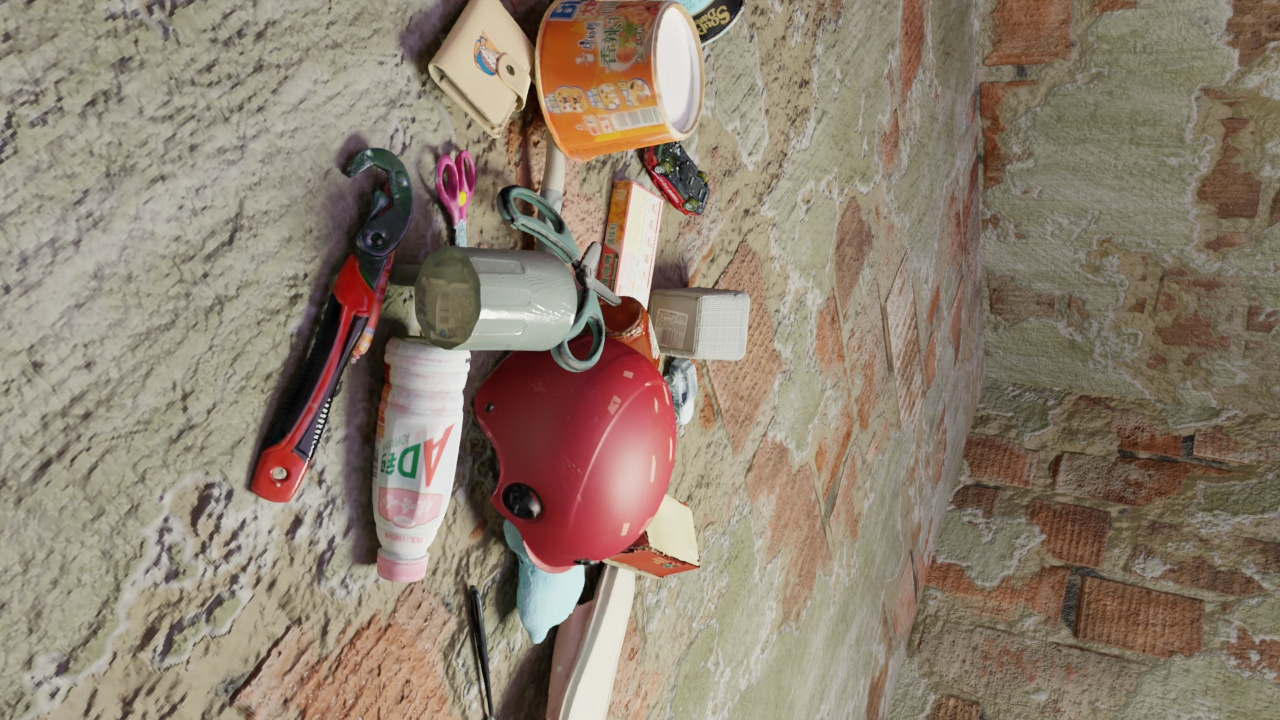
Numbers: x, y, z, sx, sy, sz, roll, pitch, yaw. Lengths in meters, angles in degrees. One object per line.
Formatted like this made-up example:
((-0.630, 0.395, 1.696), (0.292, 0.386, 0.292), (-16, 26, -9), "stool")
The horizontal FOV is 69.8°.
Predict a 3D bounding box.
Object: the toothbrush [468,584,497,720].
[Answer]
((-0.155, 0.299, 0.899), (0.018, 0.016, 0.181), (-24, 118, -47), "toothbrush")

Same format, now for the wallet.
((-0.125, -0.250, 0.772), (0.087, 0.024, 0.114), (47, 43, -35), "wallet")

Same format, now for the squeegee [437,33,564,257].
((-0.090, -0.172, 0.875), (0.245, 0.039, 0.247), (-21, 115, -57), "squeegee")

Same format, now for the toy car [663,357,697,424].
((0.055, 0.041, 1.192), (0.042, 0.034, 0.091), (-40, 132, -55), "toy car")

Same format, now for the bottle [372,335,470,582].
((-0.183, 0.080, 0.747), (0.068, 0.068, 0.197), (-3, 102, -60), "bottle")

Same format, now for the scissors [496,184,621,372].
((-0.076, -0.077, 0.828), (0.170, 0.019, 0.173), (45, 38, -30), "scissors")

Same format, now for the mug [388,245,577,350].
((-0.130, -0.054, 0.740), (0.103, 0.124, 0.084), (-4, 110, -53), "mug")

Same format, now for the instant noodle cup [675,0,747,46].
((0.044, -0.421, 0.993), (0.120, 0.111, 0.111), (43, 60, -47), "instant noodle cup")

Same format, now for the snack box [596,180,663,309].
((-0.012, -0.117, 1.038), (0.077, 0.027, 0.155), (13, 85, -60), "snack box")

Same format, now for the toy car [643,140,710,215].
((0.040, -0.220, 1.088), (0.120, 0.045, 0.052), (47, 54, -47), "toy car")

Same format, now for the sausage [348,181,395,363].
((-0.204, -0.073, 0.714), (0.020, 0.020, 0.155), (23, 77, -60), "sausage")

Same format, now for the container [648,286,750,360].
((0.069, -0.046, 1.140), (0.114, 0.090, 0.090), (-4, 100, -57), "container")

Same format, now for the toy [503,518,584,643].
((-0.096, 0.203, 0.947), (0.156, 0.050, 0.161), (54, 46, -39), "toy")

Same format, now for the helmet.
((-0.039, 0.087, 0.890), (0.206, 0.144, 0.240), (-23, 103, -58), "helmet")

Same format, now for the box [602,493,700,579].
((0.017, 0.199, 1.087), (0.168, 0.080, 0.091), (39, 37, -58), "box")

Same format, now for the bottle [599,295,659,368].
((-0.006, 0.006, 1.032), (0.206, 0.060, 0.059), (73, 36, -57), "bottle")

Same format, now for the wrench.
((-0.224, -0.028, 0.678), (0.056, 0.016, 0.273), (21, 78, -30), "wrench")

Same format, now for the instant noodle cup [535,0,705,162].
((-0.012, -0.262, 0.847), (0.151, 0.112, 0.151), (3, 90, -65), "instant noodle cup")

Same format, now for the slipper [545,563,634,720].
((-0.063, 0.335, 1.030), (0.114, 0.054, 0.273), (73, 25, -42), "slipper")

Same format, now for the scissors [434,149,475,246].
((-0.155, -0.115, 0.800), (0.063, 0.017, 0.135), (-50, 142, -57), "scissors")
